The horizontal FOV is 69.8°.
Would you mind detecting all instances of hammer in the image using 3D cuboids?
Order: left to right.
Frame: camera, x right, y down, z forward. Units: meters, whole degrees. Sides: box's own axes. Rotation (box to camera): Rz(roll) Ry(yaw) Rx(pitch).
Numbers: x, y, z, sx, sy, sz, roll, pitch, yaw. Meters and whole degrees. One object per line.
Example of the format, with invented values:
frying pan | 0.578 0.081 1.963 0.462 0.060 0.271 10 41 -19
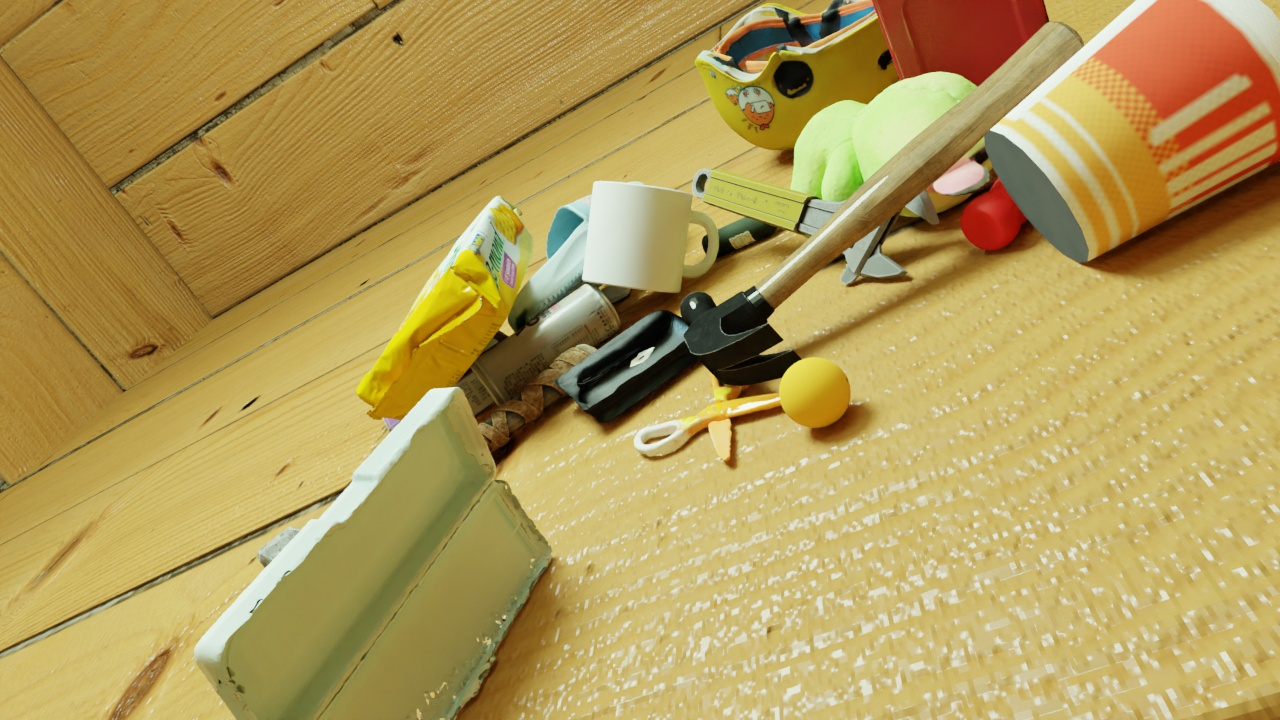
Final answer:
hammer | -0.153 0.086 0.727 0.318 0.049 0.122 -39 24 -24
hammer | 0.154 -0.101 0.595 0.306 0.040 0.132 -41 24 11

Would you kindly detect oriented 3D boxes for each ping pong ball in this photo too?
ping pong ball | 0.099 0.018 0.522 0.040 0.040 0.040 -27 21 11

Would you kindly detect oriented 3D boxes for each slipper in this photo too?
slipper | -0.066 -0.114 0.928 0.244 0.074 0.104 -51 -9 -42

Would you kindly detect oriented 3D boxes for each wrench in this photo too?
wrench | 0.121 -0.122 0.724 0.018 0.084 0.273 6 16 -34

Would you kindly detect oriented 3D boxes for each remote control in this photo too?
remote control | -0.073 -0.049 0.961 0.147 0.008 0.045 -24 22 19

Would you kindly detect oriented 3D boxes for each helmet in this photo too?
helmet | 0.192 -0.310 1.005 0.240 0.140 0.208 1 36 35

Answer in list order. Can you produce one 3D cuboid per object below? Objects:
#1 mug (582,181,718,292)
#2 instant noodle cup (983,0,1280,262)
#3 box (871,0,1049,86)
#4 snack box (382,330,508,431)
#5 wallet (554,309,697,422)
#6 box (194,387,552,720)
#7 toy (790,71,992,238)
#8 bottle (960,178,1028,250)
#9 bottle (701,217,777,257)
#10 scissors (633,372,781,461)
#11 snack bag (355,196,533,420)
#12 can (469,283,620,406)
mug | 0.012 -0.111 0.842 0.121 0.090 0.091 7 7 -4
instant noodle cup | 0.273 -0.128 0.513 0.121 0.123 0.123 -36 20 11
box | 0.275 -0.278 0.775 0.130 0.158 0.092 -17 31 26
snack box | -0.189 0.024 0.914 0.143 0.040 0.148 -36 21 -11
wallet | -0.004 0.004 0.718 0.115 0.026 0.089 -34 22 -9
box | -0.121 0.119 0.470 0.041 0.135 0.196 -6 31 29
toy | 0.199 -0.167 0.725 0.149 0.107 0.197 -45 14 -29
bottle | 0.261 -0.119 0.611 0.118 0.036 0.036 -40 22 -23
bottle | 0.107 -0.125 0.856 0.106 0.025 0.025 -22 23 26
scissors | 0.044 0.037 0.598 0.128 0.011 0.125 -29 19 12
snack bag | -0.168 -0.046 0.837 0.160 0.068 0.246 -47 17 20
can | -0.085 -0.013 0.835 0.135 0.054 0.054 -35 21 -9
